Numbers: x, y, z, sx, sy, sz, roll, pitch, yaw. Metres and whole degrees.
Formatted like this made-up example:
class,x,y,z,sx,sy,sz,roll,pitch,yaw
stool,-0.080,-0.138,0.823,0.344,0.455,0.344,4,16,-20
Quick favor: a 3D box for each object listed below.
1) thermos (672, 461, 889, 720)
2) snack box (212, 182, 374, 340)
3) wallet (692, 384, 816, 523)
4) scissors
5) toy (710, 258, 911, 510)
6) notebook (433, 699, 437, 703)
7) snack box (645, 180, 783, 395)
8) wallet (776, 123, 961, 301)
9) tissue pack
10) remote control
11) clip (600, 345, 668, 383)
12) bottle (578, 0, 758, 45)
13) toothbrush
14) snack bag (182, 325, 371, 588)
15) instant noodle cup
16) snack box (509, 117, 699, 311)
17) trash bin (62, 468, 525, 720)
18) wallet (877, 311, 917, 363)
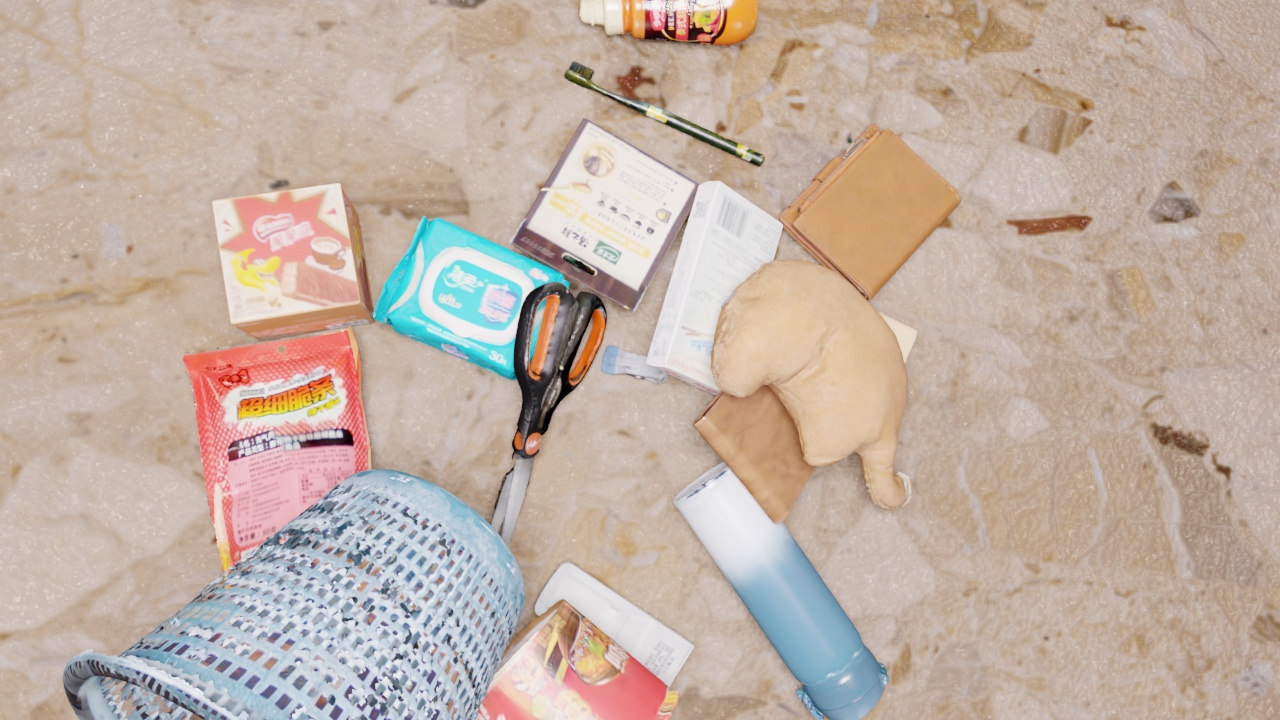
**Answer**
class,x,y,z,sx,sy,sz,roll,pitch,yaw
thermos,0.111,0.183,0.722,0.070,0.070,0.220,-34,88,-10
snack box,-0.261,-0.073,0.698,0.092,0.077,0.094,-10,84,-9
wallet,0.101,0.056,0.726,0.101,0.020,0.115,50,46,-6
scissors,-0.073,0.051,0.725,0.022,0.160,0.234,18,115,31
toy,0.156,0.018,0.721,0.226,0.083,0.143,41,74,-11
notebook,-0.160,0.354,0.680,0.207,0.008,0.148,-40,96,-13
snack box,0.062,-0.056,0.744,0.084,0.027,0.156,25,78,-39
wallet,0.197,-0.130,0.787,0.108,0.031,0.131,43,75,3
tissue pack,-0.132,-0.048,0.725,0.133,0.050,0.093,23,81,-4
remote control,-0.022,0.210,0.721,0.125,0.024,0.049,34,80,-3
clip,-0.004,0.004,0.752,0.056,0.026,0.024,15,79,4
bottle,0.022,-0.299,0.776,0.149,0.067,0.066,-3,83,-1
toothbrush,0.022,-0.211,0.787,0.186,0.012,0.017,24,69,-4
snack bag,-0.263,0.082,0.689,0.128,0.073,0.207,-10,79,-11
instant noodle cup,-0.059,0.249,0.655,0.137,0.138,0.108,-44,88,-11
snack box,-0.028,-0.114,0.746,0.113,0.053,0.125,29,80,-4
trash bin,-0.178,0.182,0.556,0.226,0.227,0.194,38,45,-2
wallet,0.167,-0.012,0.775,0.115,0.024,0.087,25,81,-5
